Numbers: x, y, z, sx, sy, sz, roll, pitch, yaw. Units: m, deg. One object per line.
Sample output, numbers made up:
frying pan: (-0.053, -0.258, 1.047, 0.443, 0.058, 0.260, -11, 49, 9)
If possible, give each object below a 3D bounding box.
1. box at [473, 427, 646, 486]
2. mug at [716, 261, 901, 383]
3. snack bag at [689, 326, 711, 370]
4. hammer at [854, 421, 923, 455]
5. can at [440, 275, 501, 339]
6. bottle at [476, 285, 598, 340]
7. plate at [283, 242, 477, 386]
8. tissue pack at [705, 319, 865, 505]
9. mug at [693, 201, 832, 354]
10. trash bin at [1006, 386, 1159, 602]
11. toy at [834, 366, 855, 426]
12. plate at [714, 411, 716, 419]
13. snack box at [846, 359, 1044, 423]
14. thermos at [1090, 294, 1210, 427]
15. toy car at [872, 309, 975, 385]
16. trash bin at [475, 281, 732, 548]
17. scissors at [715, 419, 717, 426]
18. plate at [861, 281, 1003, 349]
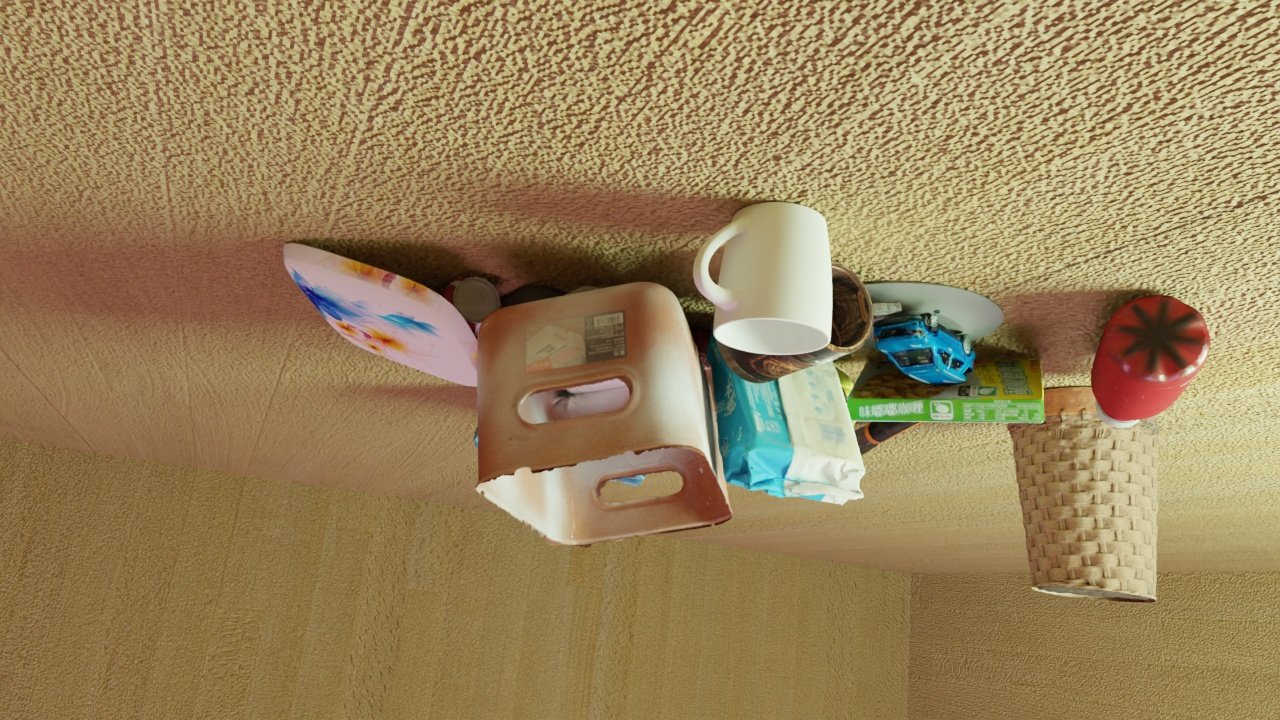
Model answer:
box: (-0.106, 0.121, 1.262, 0.231, 0.094, 0.112, 12, 146, -2)
mug: (0.140, -0.032, 0.760, 0.115, 0.080, 0.107, -5, 171, -32)
snack bag: (-0.006, 0.006, 0.960, 0.138, 0.066, 0.209, 16, 147, -28)
hammer: (0.299, 0.074, 1.080, 0.137, 0.035, 0.315, -22, 168, -27)
can: (-0.166, -0.044, 0.857, 0.054, 0.054, 0.097, 13, 163, -23)
bottle: (-0.090, -0.034, 0.875, 0.083, 0.046, 0.174, 16, 162, -30)
plate: (-0.233, -0.034, 0.851, 0.187, 0.016, 0.187, 18, 156, 15)
tissue pack: (0.125, 0.046, 0.820, 0.117, 0.209, 0.066, 11, 129, -14)
mug: (0.082, -0.062, 0.639, 0.114, 0.087, 0.081, 18, 161, -35)
trash bin: (0.482, 0.148, 1.002, 0.151, 0.209, 0.151, 6, 164, 2)
toy: (0.172, 0.051, 1.010, 0.149, 0.084, 0.214, 1, 166, 12)
plate: (0.143, 0.070, 1.162, 0.104, 0.026, 0.104, 10, -178, -1)
snack box: (0.290, 0.027, 0.870, 0.168, 0.027, 0.131, -1, -165, 23)
thermos: (0.433, 0.015, 0.802, 0.073, 0.073, 0.240, 0, 163, 21)
toy car: (0.248, -0.009, 0.793, 0.056, 0.043, 0.120, -9, 158, 42)
trash bin: (-0.027, 0.057, 0.811, 0.182, 0.157, 0.260, -10, 155, 9)
scissors: (0.097, 0.102, 1.078, 0.147, 0.014, 0.142, 22, 153, -5)
plate: (0.230, -0.032, 0.823, 0.178, 0.012, 0.178, 6, 164, 1)
